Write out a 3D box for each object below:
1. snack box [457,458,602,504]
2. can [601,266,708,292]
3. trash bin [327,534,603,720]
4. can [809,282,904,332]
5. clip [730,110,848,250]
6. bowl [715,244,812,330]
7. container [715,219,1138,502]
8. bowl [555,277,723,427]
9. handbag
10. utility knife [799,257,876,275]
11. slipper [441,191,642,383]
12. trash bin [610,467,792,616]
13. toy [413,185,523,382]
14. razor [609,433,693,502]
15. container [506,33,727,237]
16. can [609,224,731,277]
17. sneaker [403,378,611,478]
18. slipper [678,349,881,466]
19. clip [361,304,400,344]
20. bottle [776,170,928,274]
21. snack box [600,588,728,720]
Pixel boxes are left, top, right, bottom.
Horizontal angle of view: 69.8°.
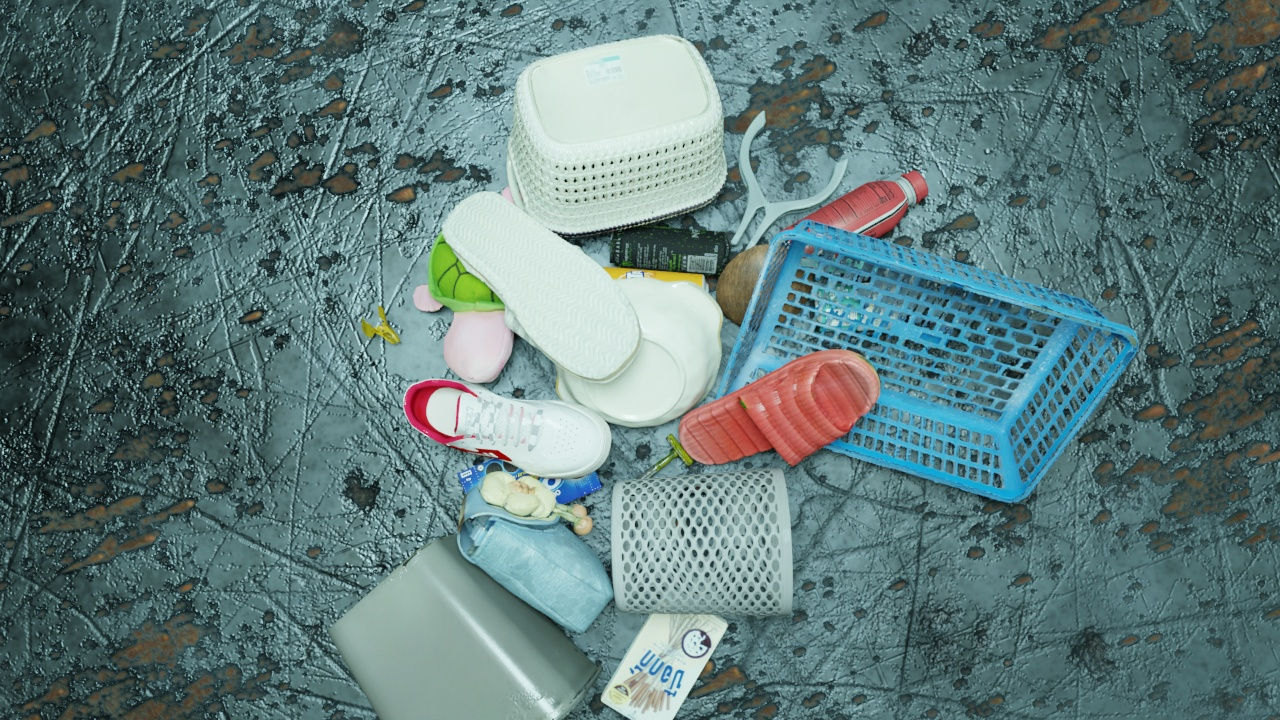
[{"bbox_3d":[-0.127,0.139,1.063,0.150,0.027,0.082,-24,86,0],"label":"snack box"},{"bbox_3d":[0.004,-0.064,1.045,0.142,0.079,0.079,5,87,1],"label":"can"},{"bbox_3d":[-0.190,0.320,0.980,0.197,0.197,0.220,-42,81,0],"label":"trash bin"},{"bbox_3d":[0.248,-0.061,1.052,0.101,0.055,0.055,-2,87,1],"label":"can"},{"bbox_3d":[0.186,-0.199,1.075,0.164,0.030,0.172,9,88,3],"label":"clip"},{"bbox_3d":[0.139,-0.075,1.037,0.102,0.026,0.114,31,123,-13],"label":"bowl"},{"bbox_3d":[0.285,-0.007,0.977,0.362,0.089,0.258,17,131,2],"label":"container"},{"bbox_3d":[-0.006,0.006,1.005,0.220,0.060,0.188,-38,110,24],"label":"bowl"},{"bbox_3d":[-0.108,0.197,0.992,0.192,0.122,0.118,39,92,-10],"label":"handbag"},{"bbox_3d":[0.222,-0.107,1.035,0.147,0.015,0.022,-1,127,-34],"label":"utility knife"},{"bbox_3d":[-0.105,-0.080,0.967,0.114,0.054,0.272,-45,70,-1],"label":"slipper"},{"bbox_3d":[0.064,0.198,0.993,0.183,0.156,0.156,-3,87,4],"label":"trash bin"},{"bbox_3d":[-0.177,-0.088,1.046,0.190,0.088,0.238,5,75,10],"label":"toy"},{"bbox_3d":[0.007,0.133,1.064,0.106,0.026,0.042,-38,89,3],"label":"razor"},{"bbox_3d":[-0.025,-0.251,1.007,0.251,0.143,0.184,-15,65,-9],"label":"container"},{"bbox_3d":[0.035,-0.127,1.060,0.138,0.054,0.054,5,87,1],"label":"can"},{"bbox_3d":[-0.155,0.070,0.996,0.237,0.104,0.090,15,88,22],"label":"sneaker"},{"bbox_3d":[0.143,0.068,0.982,0.249,0.059,0.103,-26,117,34],"label":"slipper"},{"bbox_3d":[-0.302,-0.040,1.070,0.046,0.054,0.048,2,108,-19],"label":"clip"},{"bbox_3d":[0.246,-0.161,1.054,0.176,0.062,0.062,-29,87,-1],"label":"bottle"},{"bbox_3d":[0.027,0.342,1.048,0.082,0.026,0.150,32,88,3],"label":"snack box"}]
